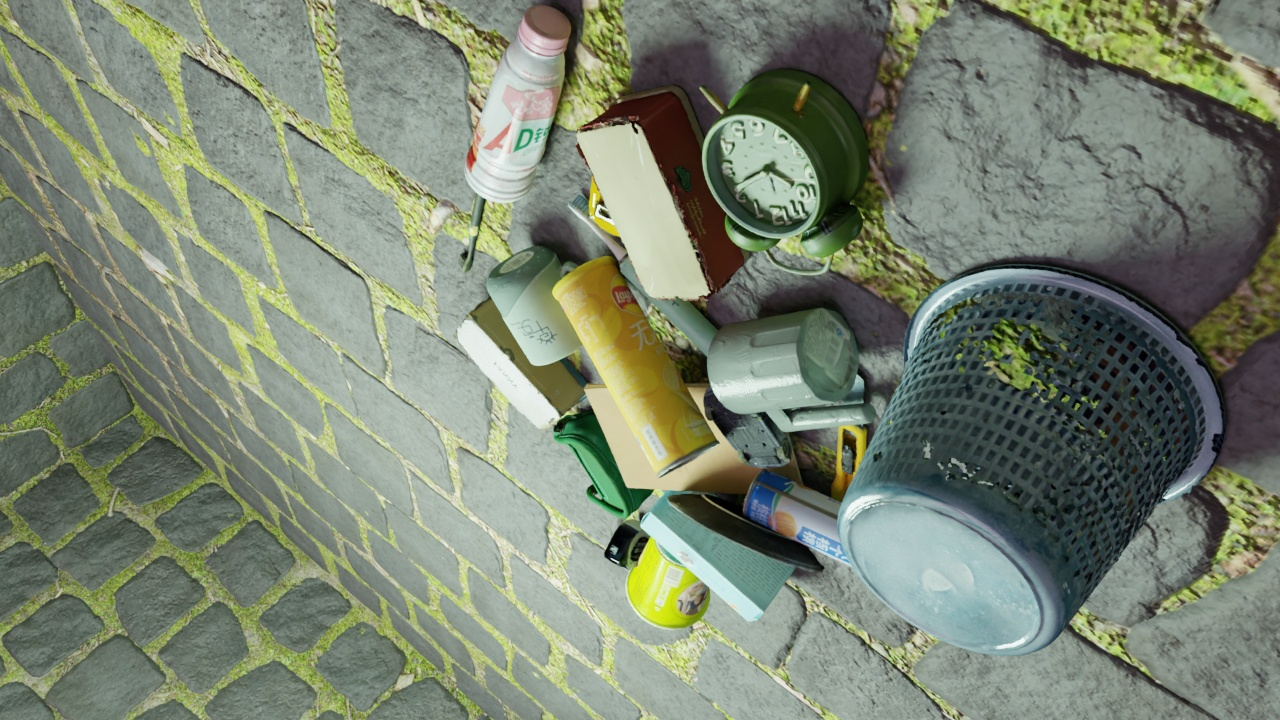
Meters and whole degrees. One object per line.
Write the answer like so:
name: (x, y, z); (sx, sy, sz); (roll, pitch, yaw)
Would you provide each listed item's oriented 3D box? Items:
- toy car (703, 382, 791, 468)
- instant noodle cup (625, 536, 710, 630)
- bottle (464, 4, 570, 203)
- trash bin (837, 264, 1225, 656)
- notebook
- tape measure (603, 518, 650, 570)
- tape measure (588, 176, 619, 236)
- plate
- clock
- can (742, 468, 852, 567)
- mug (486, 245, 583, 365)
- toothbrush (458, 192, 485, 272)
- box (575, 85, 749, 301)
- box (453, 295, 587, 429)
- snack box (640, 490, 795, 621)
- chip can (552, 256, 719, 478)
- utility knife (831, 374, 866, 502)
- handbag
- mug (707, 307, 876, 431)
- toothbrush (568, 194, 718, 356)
toy car: (0.104, 0.060, 0.879); (0.054, 0.036, 0.120); (-9, 134, 32)
instant noodle cup: (0.046, 0.256, 1.146); (0.112, 0.111, 0.124); (33, 137, 19)
bottle: (-0.106, -0.224, 0.814); (0.068, 0.068, 0.197); (42, 144, 5)
trash bin: (0.244, 0.079, 0.626); (0.227, 0.194, 0.227); (30, 144, 24)
notebook: (0.057, 0.083, 0.957); (0.212, 0.012, 0.149); (-1, 127, 28)
tape measure: (-0.010, 0.247, 1.227); (0.034, 0.066, 0.065); (22, 168, 38)
tape measure: (-0.024, -0.141, 0.843); (0.057, 0.028, 0.060); (35, 147, 16)
plate: (0.113, 0.175, 0.973); (0.179, 0.024, 0.179); (22, 180, 0)
clock: (0.106, -0.132, 0.678); (0.116, 0.056, 0.161); (14, 136, 42)
can: (0.171, 0.156, 0.898); (0.135, 0.053, 0.053); (23, 142, 24)
mug: (-0.095, -0.065, 0.972); (0.112, 0.082, 0.106); (-19, 114, 23)
toothbrush: (-0.188, -0.156, 1.030); (0.017, 0.012, 0.186); (51, 150, 13)
box: (0.014, -0.131, 0.766); (0.091, 0.076, 0.168); (4, 129, 46)
box: (-0.141, 0.007, 1.116); (0.184, 0.061, 0.090); (47, 149, -7)
snack box: (0.090, 0.216, 1.069); (0.175, 0.074, 0.052); (40, 148, 9)
chip can: (-0.005, 0.005, 0.890); (0.213, 0.071, 0.072); (60, 150, 10)
utility knife: (0.194, 0.086, 0.859); (0.033, 0.015, 0.215); (21, 140, 29)
handbag: (-0.047, 0.127, 1.132); (0.120, 0.067, 0.131); (-4, 123, 52)
mug: (0.134, 0.015, 0.793); (0.124, 0.083, 0.104); (47, 148, -23)
toothbrush: (0.011, -0.074, 0.880); (0.224, 0.027, 0.026); (45, 177, 2)
